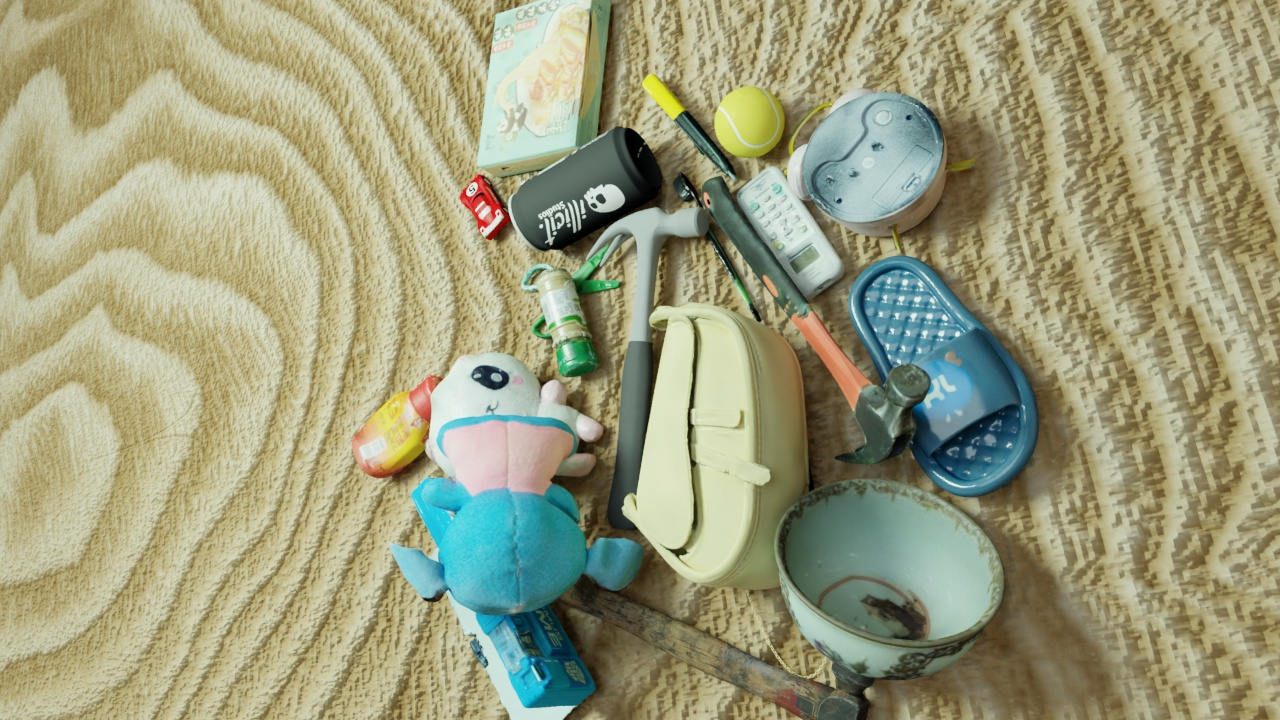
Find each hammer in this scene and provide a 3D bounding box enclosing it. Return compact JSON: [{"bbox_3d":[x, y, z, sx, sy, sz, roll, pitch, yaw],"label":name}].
[{"bbox_3d":[0.037,0.252,0.795,0.331,0.033,0.120,15,93,36],"label":"hammer"},{"bbox_3d":[0.130,-0.051,0.785,0.033,0.133,0.333,-17,52,-15],"label":"hammer"},{"bbox_3d":[-0.005,0.005,0.884,0.125,0.029,0.310,0,81,34],"label":"hammer"}]

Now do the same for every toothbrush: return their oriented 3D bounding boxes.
[{"bbox_3d":[0.072,-0.110,0.881,0.017,0.014,0.188,-42,58,31],"label":"toothbrush"}]

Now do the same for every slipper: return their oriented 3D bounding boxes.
[{"bbox_3d":[0.234,0.003,0.723,0.104,0.059,0.213,-32,61,19],"label":"slipper"}]

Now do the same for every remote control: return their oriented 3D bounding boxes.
[{"bbox_3d":[0.136,-0.116,0.837,0.050,0.022,0.133,-36,61,19],"label":"remote control"}]

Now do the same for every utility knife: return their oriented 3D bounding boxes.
[{"bbox_3d":[0.052,-0.230,0.916,0.020,0.028,0.174,-46,58,19],"label":"utility knife"}]

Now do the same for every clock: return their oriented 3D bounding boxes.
[{"bbox_3d":[0.191,-0.172,0.792,0.158,0.058,0.117,41,96,33],"label":"clock"}]

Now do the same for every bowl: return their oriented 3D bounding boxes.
[{"bbox_3d":[0.176,0.175,0.679,0.160,0.159,0.094,29,134,34],"label":"bowl"}]

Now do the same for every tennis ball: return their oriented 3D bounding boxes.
[{"bbox_3d":[0.102,-0.223,0.860,0.065,0.065,0.065,-9,73,30],"label":"tennis ball"}]

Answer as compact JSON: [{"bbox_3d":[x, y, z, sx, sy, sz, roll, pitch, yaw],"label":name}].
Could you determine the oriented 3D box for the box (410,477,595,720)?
[{"bbox_3d":[-0.153,0.243,0.878,0.114,0.114,0.243,-44,58,9],"label":"box"}]

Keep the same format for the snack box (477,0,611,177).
[{"bbox_3d":[-0.108,-0.310,1.029,0.142,0.044,0.193,-3,77,33],"label":"snack box"}]

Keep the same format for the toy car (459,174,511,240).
[{"bbox_3d":[-0.179,-0.177,1.050,0.038,0.025,0.089,-44,59,15],"label":"toy car"}]

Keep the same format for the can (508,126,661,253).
[{"bbox_3d":[-0.057,-0.173,0.939,0.146,0.080,0.080,-25,65,25],"label":"can"}]

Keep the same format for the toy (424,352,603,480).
[{"bbox_3d":[-0.126,0.068,0.918,0.180,0.101,0.138,14,72,15],"label":"toy"}]

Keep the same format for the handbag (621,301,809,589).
[{"bbox_3d":[0.057,0.065,0.768,0.191,0.088,0.232,5,85,45],"label":"handbag"}]

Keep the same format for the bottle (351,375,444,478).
[{"bbox_3d":[-0.260,0.071,1.022,0.134,0.048,0.071,-40,60,17],"label":"bottle"}]

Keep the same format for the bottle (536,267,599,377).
[{"bbox_3d":[-0.076,-0.039,0.931,0.043,0.042,0.110,-25,73,25],"label":"bottle"}]

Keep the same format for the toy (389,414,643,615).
[{"bbox_3d":[-0.104,0.132,0.811,0.099,0.224,0.191,111,158,-55],"label":"toy"}]

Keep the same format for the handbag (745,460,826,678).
[{"bbox_3d":[0.121,0.173,0.771,0.084,0.027,0.178,-17,73,29],"label":"handbag"}]

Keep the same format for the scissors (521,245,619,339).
[{"bbox_3d":[-0.078,-0.084,0.971,0.131,0.012,0.112,-45,61,14],"label":"scissors"}]
